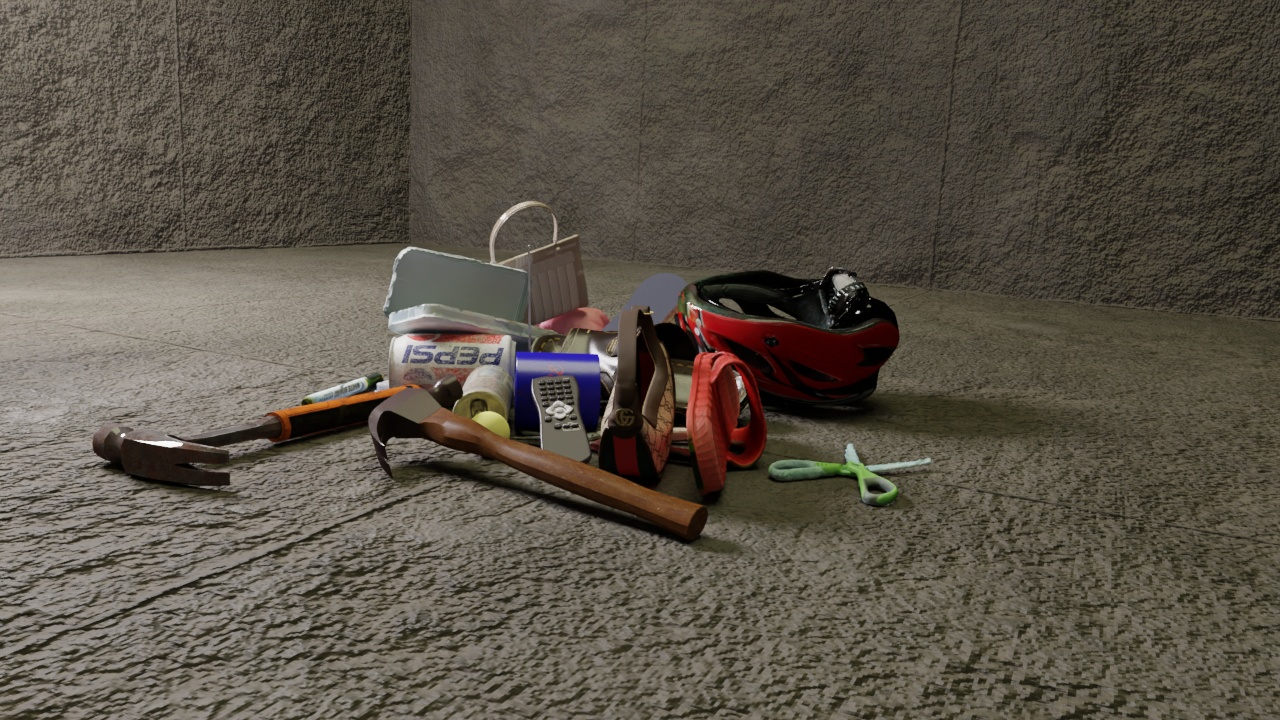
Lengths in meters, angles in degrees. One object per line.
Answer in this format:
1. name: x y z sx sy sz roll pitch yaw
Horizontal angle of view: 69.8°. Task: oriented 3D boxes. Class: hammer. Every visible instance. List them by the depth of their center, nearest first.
1. hammer: -0.093 0.081 0.744 0.323 0.033 0.115 16 36 31
2. hammer: -0.313 0.060 0.855 0.138 0.035 0.313 9 12 30

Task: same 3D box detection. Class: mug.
1. mug: -0.089 0.032 0.958 0.083 0.079 0.111 1 -2 -8

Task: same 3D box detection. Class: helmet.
1. helmet: 0.175 -0.034 1.121 0.272 0.167 0.217 8 22 -5

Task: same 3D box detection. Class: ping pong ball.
1. ping pong ball: -0.140 0.067 0.843 0.040 0.040 0.040 3 11 -1

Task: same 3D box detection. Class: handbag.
1. handbag: -0.002 0.022 0.814 0.063 0.138 0.166 3 30 9
2. handbag: -0.153 -0.127 1.205 0.175 0.198 0.062 -24 55 -26

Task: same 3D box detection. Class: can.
1. can: -0.159 0.042 0.937 0.054 0.054 0.135 2 11 -6
2. can: -0.210 0.009 1.037 0.136 0.078 0.078 2 11 -7

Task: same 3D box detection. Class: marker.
1. marker: -0.334 0.034 1.035 0.017 0.017 0.146 6 11 14

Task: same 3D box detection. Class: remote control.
1. remote control: -0.074 0.055 0.854 0.046 0.009 0.124 -5 40 -10

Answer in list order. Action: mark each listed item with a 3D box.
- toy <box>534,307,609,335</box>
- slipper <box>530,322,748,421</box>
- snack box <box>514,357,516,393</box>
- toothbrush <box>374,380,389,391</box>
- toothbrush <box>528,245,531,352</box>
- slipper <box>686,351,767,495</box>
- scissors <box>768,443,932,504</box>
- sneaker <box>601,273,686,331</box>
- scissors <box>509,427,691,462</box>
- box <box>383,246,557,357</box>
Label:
1. toy: -0.151 -0.045 1.332 0.213 0.084 0.141 7 11 7
2. slipper: -0.006 0.006 1.026 0.268 0.076 0.112 12 43 18
3. snack box: -0.189 0.014 1.155 0.082 0.027 0.150 3 10 -7
4. toothbrush: -0.315 0.043 1.000 0.016 0.014 0.166 7 12 20
5. toothbrush: -0.129 -0.038 1.029 0.010 0.181 0.010 0 5 3
6. slipper: 0.084 0.049 0.842 0.059 0.103 0.248 -10 10 12
7. scissors: 0.192 0.098 0.841 0.168 0.023 0.171 -2 8 6
8. sneaker: -0.001 0.005 1.170 0.091 0.119 0.232 11 47 18
9. scissors: -0.017 0.078 0.890 0.179 0.015 0.187 -7 14 -38
10. box: -0.201 -0.080 1.103 0.107 0.124 0.215 -14 -18 38
